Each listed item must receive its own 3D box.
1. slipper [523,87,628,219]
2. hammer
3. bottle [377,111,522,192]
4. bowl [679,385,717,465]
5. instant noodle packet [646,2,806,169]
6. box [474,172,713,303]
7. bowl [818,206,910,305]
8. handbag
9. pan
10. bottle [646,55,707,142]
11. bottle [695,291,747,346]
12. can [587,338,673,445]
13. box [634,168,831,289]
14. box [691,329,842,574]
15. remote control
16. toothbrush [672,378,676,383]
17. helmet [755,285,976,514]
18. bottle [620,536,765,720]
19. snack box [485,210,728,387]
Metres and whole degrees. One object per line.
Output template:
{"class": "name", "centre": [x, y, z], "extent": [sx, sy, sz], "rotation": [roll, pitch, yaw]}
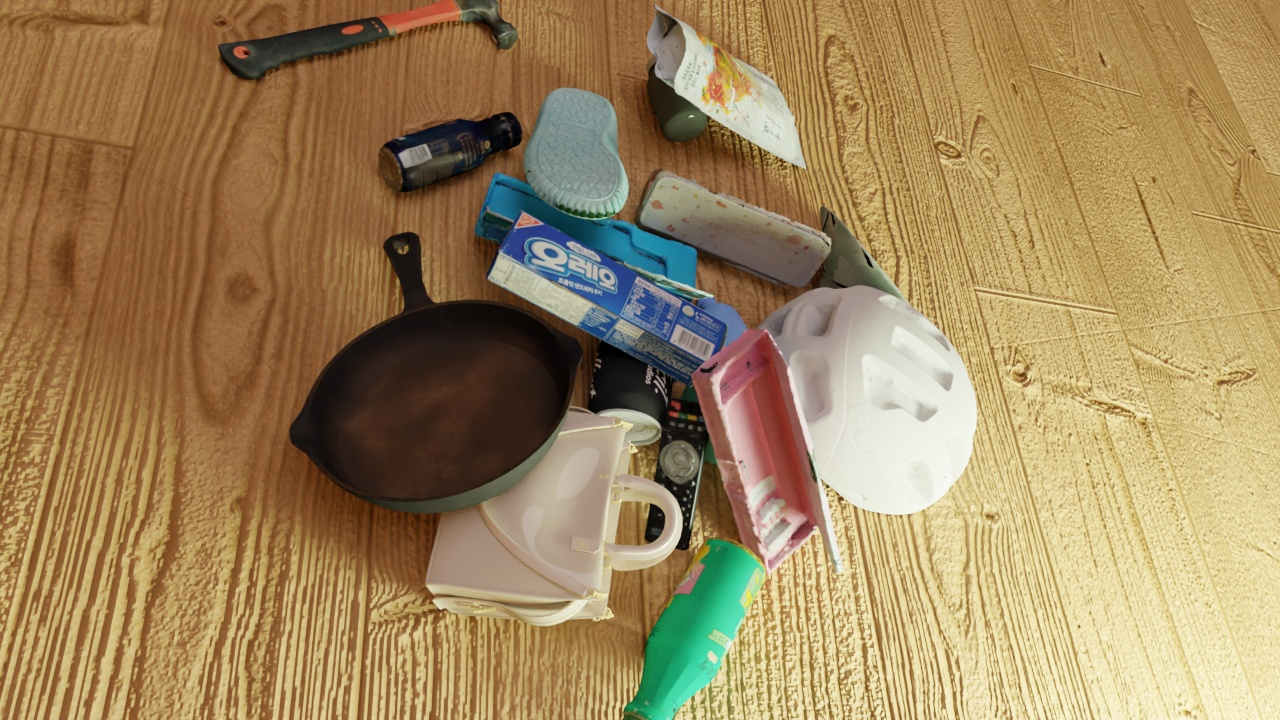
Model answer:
{"class": "slipper", "centre": [-0.073, -0.223, 1.025], "extent": [0.116, 0.070, 0.275], "rotation": [12, 39, -12]}
{"class": "hammer", "centre": [-0.310, -0.378, 1.046], "extent": [0.332, 0.033, 0.133], "rotation": [-29, 78, -32]}
{"class": "bottle", "centre": [-0.201, -0.229, 0.990], "extent": [0.160, 0.056, 0.056], "rotation": [-29, 76, -33]}
{"class": "bowl", "centre": [0.064, 0.062, 0.930], "extent": [0.046, 0.121, 0.121], "rotation": [-18, 64, 13]}
{"class": "instant noodle packet", "centre": [0.118, -0.339, 1.143], "extent": [0.268, 0.057, 0.146], "rotation": [12, 59, -46]}
{"class": "box", "centre": [-0.052, -0.111, 0.963], "extent": [0.243, 0.064, 0.174], "rotation": [19, 20, -12]}
{"class": "bowl", "centre": [0.250, -0.099, 1.097], "extent": [0.174, 0.068, 0.174], "rotation": [45, 13, -13]}
{"class": "handbag", "centre": [-0.063, 0.130, 0.790], "extent": [0.198, 0.101, 0.194], "rotation": [3, 58, 10]}
{"class": "pan", "centre": [-0.187, -0.002, 0.825], "extent": [0.248, 0.043, 0.355], "rotation": [-17, 46, -9]}
{"class": "bottle", "centre": [0.042, -0.331, 1.147], "extent": [0.060, 0.060, 0.108], "rotation": [-5, 65, -25]}
{"class": "bottle", "centre": [0.088, -0.033, 0.992], "extent": [0.048, 0.048, 0.131], "rotation": [3, 35, -21]}
{"class": "can", "centre": [-0.005, 0.005, 0.927], "extent": [0.080, 0.080, 0.145], "rotation": [17, 57, -14]}
{"class": "box", "centre": [0.106, -0.161, 1.073], "extent": [0.216, 0.095, 0.107], "rotation": [21, 31, -10]}
{"class": "box", "centre": [0.137, 0.093, 0.855], "extent": [0.099, 0.099, 0.233], "rotation": [-34, 118, -34]}
{"class": "remote control", "centre": [0.037, 0.108, 0.876], "extent": [0.045, 0.021, 0.140], "rotation": [11, 93, 23]}
{"class": "toothbrush", "centre": [0.064, 0.000, 0.998], "extent": [0.132, 0.016, 0.021], "rotation": [-30, 50, -33]}
{"class": "helmet", "centre": [0.256, 0.042, 1.008], "extent": [0.282, 0.184, 0.223], "rotation": [45, 57, -19]}
{"class": "bottle", "centre": [0.040, 0.256, 0.813], "extent": [0.068, 0.068, 0.209], "rotation": [37, 55, 0]}
{"class": "snack box", "centre": [-0.029, -0.055, 0.862], "extent": [0.226, 0.060, 0.059], "rotation": [27, 59, -10]}
